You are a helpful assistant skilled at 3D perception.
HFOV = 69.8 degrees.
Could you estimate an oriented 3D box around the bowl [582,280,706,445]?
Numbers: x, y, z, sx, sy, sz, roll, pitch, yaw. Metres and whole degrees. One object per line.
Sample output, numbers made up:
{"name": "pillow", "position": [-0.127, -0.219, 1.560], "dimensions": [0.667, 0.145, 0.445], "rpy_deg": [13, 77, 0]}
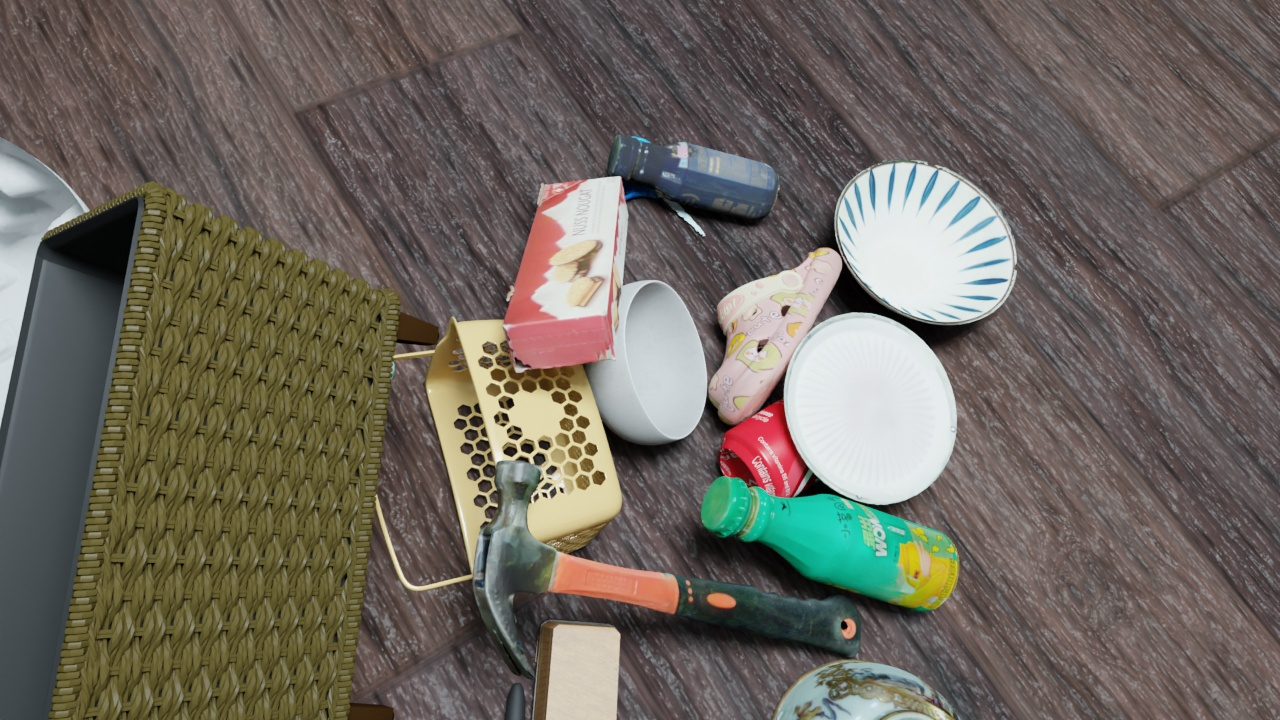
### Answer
{"name": "bowl", "position": [-0.004, 0.004, 0.755], "dimensions": [0.064, 0.131, 0.131], "rpy_deg": [-12, 61, 30]}

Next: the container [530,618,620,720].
{"name": "container", "position": [-0.045, 0.242, 0.663], "dimensions": [0.063, 0.061, 0.113], "rpy_deg": [7, 65, -8]}

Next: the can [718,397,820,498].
{"name": "can", "position": [0.139, 0.064, 0.772], "dimensions": [0.142, 0.075, 0.074], "rpy_deg": [-29, 74, -21]}

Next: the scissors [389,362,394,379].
{"name": "scissors", "position": [-0.266, 0.017, 0.753], "dimensions": [0.130, 0.014, 0.070], "rpy_deg": [-26, 73, -22]}

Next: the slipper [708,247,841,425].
{"name": "slipper", "position": [0.108, -0.036, 0.804], "dimensions": [0.081, 0.093, 0.196], "rpy_deg": [33, 62, 6]}

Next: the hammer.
{"name": "hammer", "position": [0.036, 0.171, 0.660], "dimensions": [0.332, 0.033, 0.133], "rpy_deg": [18, 71, -29]}

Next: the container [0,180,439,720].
{"name": "container", "position": [-0.261, 0.089, 0.568], "dimensions": [0.204, 0.177, 0.320], "rpy_deg": [17, 74, -47]}

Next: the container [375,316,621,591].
{"name": "container", "position": [-0.121, 0.069, 0.693], "dimensions": [0.166, 0.129, 0.183], "rpy_deg": [-9, 68, -24]}

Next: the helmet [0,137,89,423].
{"name": "helmet", "position": [-0.503, -0.017, 0.622], "dimensions": [0.224, 0.184, 0.281], "rpy_deg": [45, 55, 5]}

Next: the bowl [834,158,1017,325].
{"name": "bowl", "position": [0.257, -0.098, 0.871], "dimensions": [0.177, 0.071, 0.177], "rpy_deg": [4, 65, -9]}

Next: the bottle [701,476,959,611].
{"name": "bottle", "position": [0.147, 0.139, 0.714], "dimensions": [0.209, 0.068, 0.068], "rpy_deg": [20, 62, -20]}

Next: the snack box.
{"name": "snack box", "position": [-0.053, -0.082, 0.732], "dimensions": [0.077, 0.044, 0.272], "rpy_deg": [-6, 31, 6]}

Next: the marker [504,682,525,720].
{"name": "marker", "position": [-0.091, 0.301, 0.655], "dimensions": [0.018, 0.015, 0.133], "rpy_deg": [19, 60, -34]}

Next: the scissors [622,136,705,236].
{"name": "scissors", "position": [0.013, -0.156, 0.886], "dimensions": [0.103, 0.015, 0.133], "rpy_deg": [-39, 82, -27]}

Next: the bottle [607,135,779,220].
{"name": "bottle", "position": [0.049, -0.174, 0.864], "dimensions": [0.160, 0.056, 0.056], "rpy_deg": [11, 64, -15]}

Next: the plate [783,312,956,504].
{"name": "plate", "position": [0.185, 0.038, 0.743], "dimensions": [0.157, 0.014, 0.156], "rpy_deg": [4, 76, -16]}

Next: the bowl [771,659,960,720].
{"name": "bowl", "position": [0.179, 0.294, 0.665], "dimensions": [0.160, 0.094, 0.159], "rpy_deg": [4, 65, -9]}
